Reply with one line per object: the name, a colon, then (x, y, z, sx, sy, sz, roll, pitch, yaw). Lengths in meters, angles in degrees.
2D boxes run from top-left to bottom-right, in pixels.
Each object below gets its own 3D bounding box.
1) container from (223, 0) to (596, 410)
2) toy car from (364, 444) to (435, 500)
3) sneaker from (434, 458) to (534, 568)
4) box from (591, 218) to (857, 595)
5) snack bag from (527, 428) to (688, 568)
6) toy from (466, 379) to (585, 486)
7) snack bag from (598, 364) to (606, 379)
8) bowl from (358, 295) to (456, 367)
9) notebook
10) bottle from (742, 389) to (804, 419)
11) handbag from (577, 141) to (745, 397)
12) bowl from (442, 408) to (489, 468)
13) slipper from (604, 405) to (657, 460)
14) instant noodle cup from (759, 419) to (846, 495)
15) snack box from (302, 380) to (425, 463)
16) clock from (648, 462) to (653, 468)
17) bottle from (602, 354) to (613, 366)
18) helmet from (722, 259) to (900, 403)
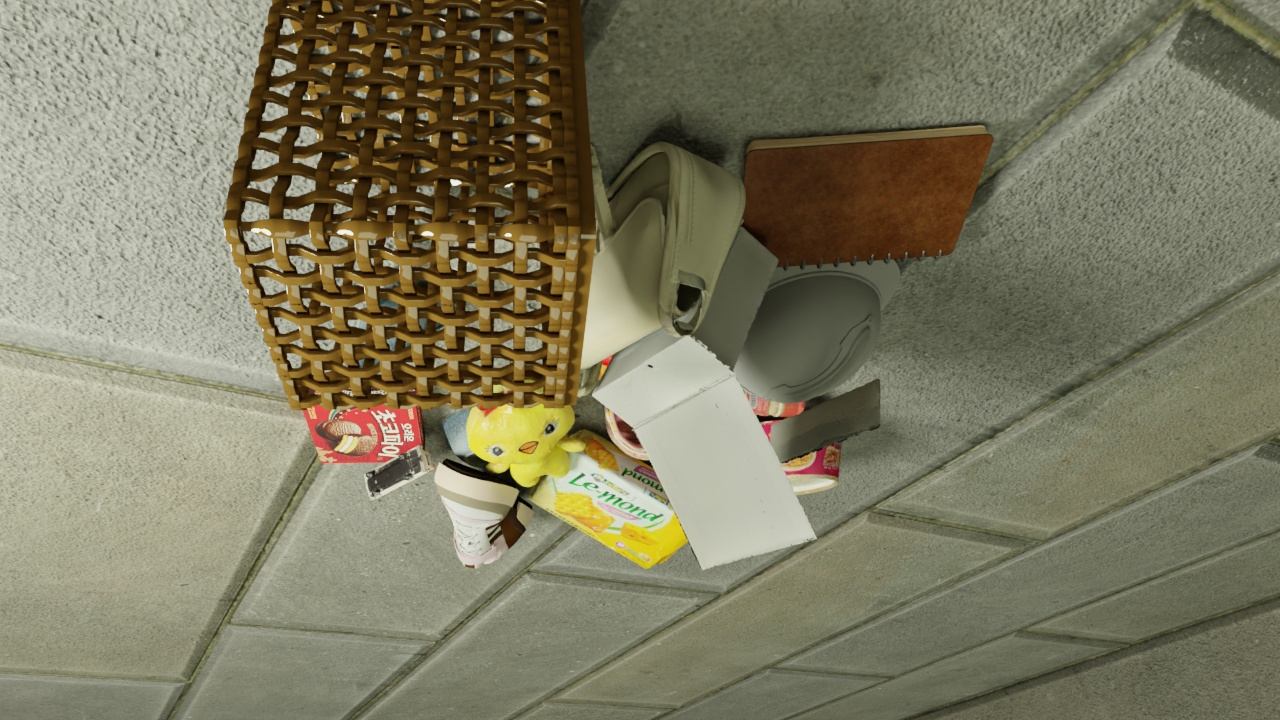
container: (-0.154, -0.120, 0.691, 0.214, 0.251, 0.220, 0, 147, -8)
toy car: (-0.317, 0.148, 1.209, 0.113, 0.039, 0.039, -28, 162, 32)
sneaker: (-0.231, 0.222, 1.268, 0.112, 0.116, 0.294, 19, 163, 8)
box: (0.078, 0.049, 0.888, 0.164, 0.330, 0.168, -13, 168, -39)
snack bag: (-0.030, 0.196, 1.298, 0.247, 0.068, 0.160, 32, 134, -9)
toy: (-0.144, 0.091, 1.144, 0.134, 0.092, 0.208, -19, 132, -2)
snack bag: (-0.006, 0.006, 1.099, 0.099, 0.026, 0.020, -9, 162, -16)
bowl: (-0.256, -0.041, 0.958, 0.137, 0.136, 0.057, -26, 102, 28)
notebook: (0.208, -0.152, 0.895, 0.225, 0.024, 0.168, -4, 143, -1)
bottle: (0.157, 0.053, 1.191, 0.109, 0.044, 0.044, 3, 146, -11)
handbag: (-0.023, -0.085, 0.844, 0.131, 0.183, 0.230, 19, 152, -26)
bowl: (-0.207, 0.107, 1.211, 0.110, 0.055, 0.110, -3, 147, -2)
slipper: (-0.004, 0.083, 1.181, 0.093, 0.081, 0.197, -7, 145, 5)
instant noodle cup: (0.197, 0.139, 1.258, 0.178, 0.077, 0.179, -3, 161, -1)
snack box: (-0.347, 0.079, 1.165, 0.132, 0.035, 0.152, 0, 146, -8)
clock: (0.040, 0.184, 1.362, 0.118, 0.057, 0.083, -21, 144, 35)
bottle: (-0.010, -0.007, 1.071, 0.119, 0.036, 0.036, -3, 147, -14)
helmet: (0.179, -0.007, 1.030, 0.272, 0.117, 0.183, -34, 138, 30)
